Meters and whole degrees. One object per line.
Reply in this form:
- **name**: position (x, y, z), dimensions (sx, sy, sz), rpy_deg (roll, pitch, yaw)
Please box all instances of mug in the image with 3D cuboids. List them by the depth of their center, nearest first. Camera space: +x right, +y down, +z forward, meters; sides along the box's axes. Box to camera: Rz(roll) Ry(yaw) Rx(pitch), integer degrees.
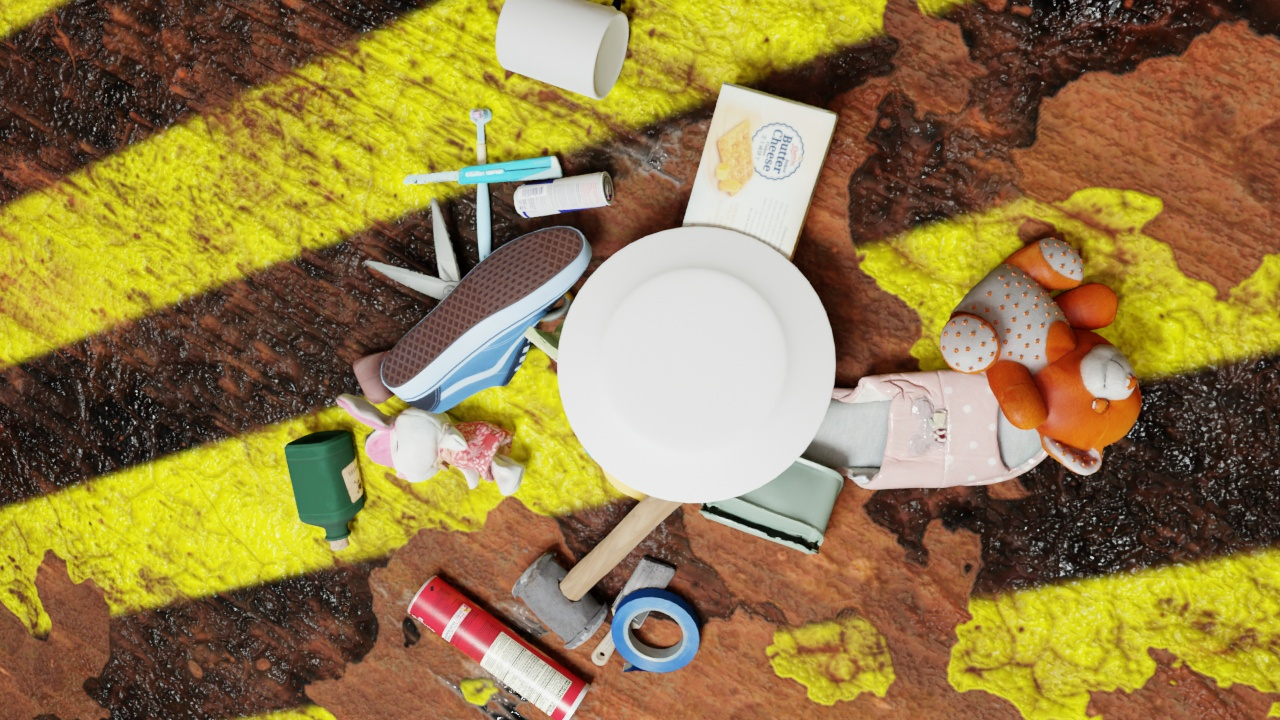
- **mug**: position (-0.064, -0.306, 0.839), dimensions (0.097, 0.078, 0.111), rpy_deg (22, 80, 12)

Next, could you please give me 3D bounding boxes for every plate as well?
- **plate**: position (0.045, 0.001, 0.793), dimensions (0.243, 0.016, 0.242), rpy_deg (-1, 83, 9)

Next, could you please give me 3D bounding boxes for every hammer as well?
- **hammer**: position (-0.022, 0.179, 0.898), dimensions (0.098, 0.052, 0.329), rpy_deg (43, 129, 4)

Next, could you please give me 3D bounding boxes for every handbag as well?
- **handbag**: position (0.121, 0.133, 0.865), dimensions (0.122, 0.106, 0.067), rpy_deg (19, 66, 11)
- **handbag**: position (-0.250, 0.002, 0.991), dimensions (0.120, 0.029, 0.055), rpy_deg (-23, 97, 16)

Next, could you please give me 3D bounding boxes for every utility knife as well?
- **utility knife**: position (-0.157, -0.182, 0.908), dimensions (0.162, 0.015, 0.022), rpy_deg (-5, 95, 8)

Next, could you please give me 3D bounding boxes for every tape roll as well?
- **tape roll**: position (0.016, 0.285, 0.965), dimensions (0.091, 0.016, 0.093), rpy_deg (-7, 108, 9)

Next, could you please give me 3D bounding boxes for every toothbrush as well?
- **toothbrush**: position (-0.159, -0.174, 0.925), dimensions (0.022, 0.016, 0.155), rpy_deg (-5, 103, -21)

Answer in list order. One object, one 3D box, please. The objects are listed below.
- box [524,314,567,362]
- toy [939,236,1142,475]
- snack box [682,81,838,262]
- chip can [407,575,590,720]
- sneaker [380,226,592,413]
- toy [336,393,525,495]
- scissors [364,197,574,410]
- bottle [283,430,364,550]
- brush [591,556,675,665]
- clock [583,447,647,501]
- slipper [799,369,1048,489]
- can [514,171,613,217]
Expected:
- **box**: position (-0.010, 0.015, 0.869), dimensions (0.188, 0.127, 0.066), rpy_deg (37, 132, 13)
- **toy**: position (0.341, -0.001, 0.756), dimensions (0.172, 0.163, 0.093), rpy_deg (47, 155, 3)
- **snack box**: position (0.098, -0.134, 0.832), dimensions (0.104, 0.057, 0.208), rpy_deg (19, 108, 12)
- **chip can**: position (-0.158, 0.321, 1.020), dimensions (0.215, 0.051, 0.052), rpy_deg (33, 110, 8)
- **sneaker**: position (-0.137, -0.035, 0.910), dimensions (0.241, 0.098, 0.083), rpy_deg (-38, 51, 6)
- **toy**: position (-0.213, 0.092, 0.964), dimensions (0.194, 0.159, 0.084), rpy_deg (16, 62, 4)
- **scissors**: position (-0.175, -0.055, 0.944), dimensions (0.230, 0.016, 0.225), rpy_deg (-1, 107, 9)
- **bottle**: position (-0.351, 0.149, 1.035), dimensions (0.061, 0.061, 0.131), rpy_deg (-4, 101, 20)
- **brush**: position (-0.013, 0.271, 0.984), dimensions (0.039, 0.012, 0.151), rpy_deg (31, 111, 8)
- **clock**: position (-0.004, 0.085, 0.924), dimensions (0.099, 0.043, 0.129), rpy_deg (-29, 100, 21)
- **slipper**: position (0.234, 0.065, 0.836), dimensions (0.275, 0.054, 0.114), rpy_deg (-3, 102, 17)
- **can**: position (-0.075, -0.161, 0.893), dimensions (0.095, 0.032, 0.032), rpy_deg (-5, 101, 18)
